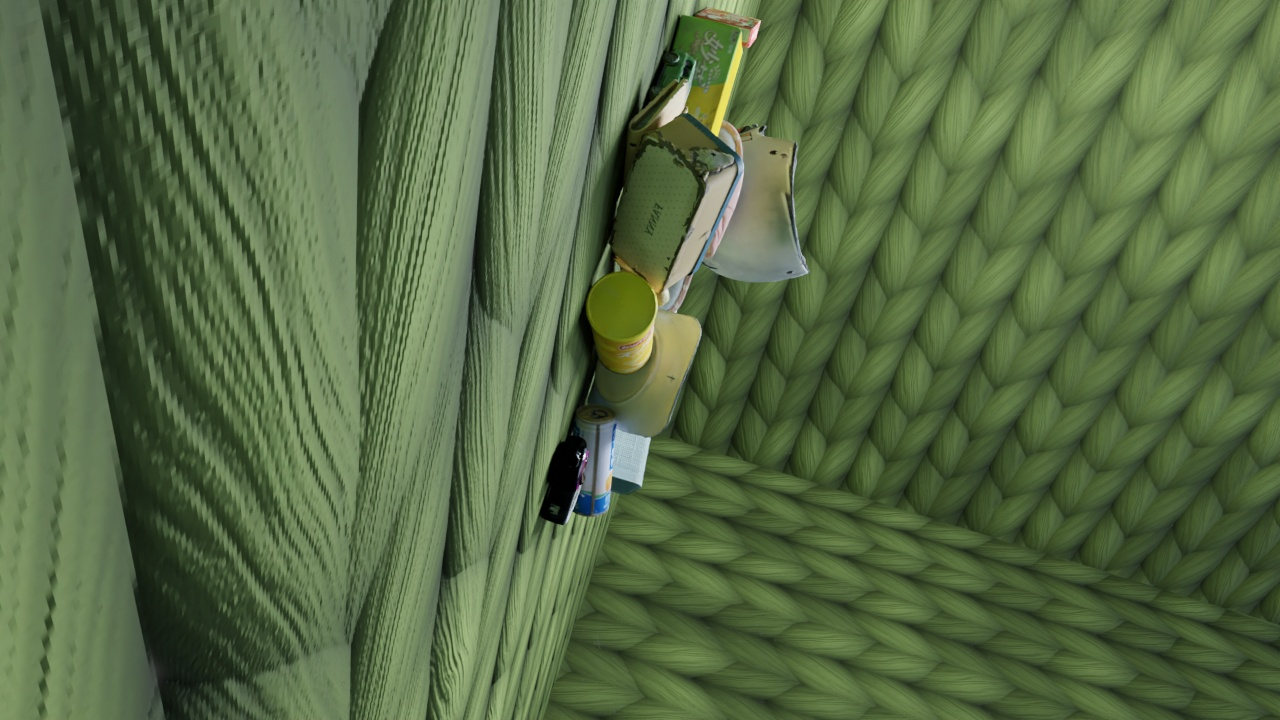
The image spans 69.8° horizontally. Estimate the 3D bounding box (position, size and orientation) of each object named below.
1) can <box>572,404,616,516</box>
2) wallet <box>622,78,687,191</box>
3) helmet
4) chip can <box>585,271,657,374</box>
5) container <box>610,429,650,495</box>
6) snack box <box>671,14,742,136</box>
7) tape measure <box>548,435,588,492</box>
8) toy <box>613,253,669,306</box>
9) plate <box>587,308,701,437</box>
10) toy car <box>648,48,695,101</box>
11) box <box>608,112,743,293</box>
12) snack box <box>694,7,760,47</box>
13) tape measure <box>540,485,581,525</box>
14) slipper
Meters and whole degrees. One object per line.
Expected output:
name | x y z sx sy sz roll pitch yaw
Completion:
can | -0.060 0.125 1.145 0.053 0.053 0.135 -66 163 -65
wallet | 0.014 -0.216 0.893 0.087 0.024 0.115 -46 166 -19
helmet | 0.134 -0.216 1.332 0.274 0.157 0.230 -118 -161 -68
chip can | -0.020 -0.035 1.006 0.213 0.072 0.072 93 14 -79
container | -0.037 0.119 1.291 0.090 0.090 0.111 134 -28 -67
snack box | 0.056 -0.275 1.060 0.157 0.070 0.210 -59 165 -77
tape measure | -0.080 0.122 1.053 0.057 0.039 0.058 -66 172 -69
toy | -0.007 -0.102 1.060 0.157 0.066 0.105 110 -34 -65
plate | -0.007 0.007 1.151 0.164 0.034 0.164 13 -100 49
toy car | 0.030 -0.277 0.937 0.043 0.036 0.091 104 8 -61
box | 0.029 -0.144 0.892 0.061 0.090 0.185 -37 165 -31
snack box | 0.111 -0.427 1.173 0.152 0.075 0.025 -66 171 -64
tape measure | -0.094 0.162 1.101 0.066 0.033 0.066 99 11 -81
slipper | 0.053 -0.181 1.191 0.054 0.114 0.275 -99 -149 -75
